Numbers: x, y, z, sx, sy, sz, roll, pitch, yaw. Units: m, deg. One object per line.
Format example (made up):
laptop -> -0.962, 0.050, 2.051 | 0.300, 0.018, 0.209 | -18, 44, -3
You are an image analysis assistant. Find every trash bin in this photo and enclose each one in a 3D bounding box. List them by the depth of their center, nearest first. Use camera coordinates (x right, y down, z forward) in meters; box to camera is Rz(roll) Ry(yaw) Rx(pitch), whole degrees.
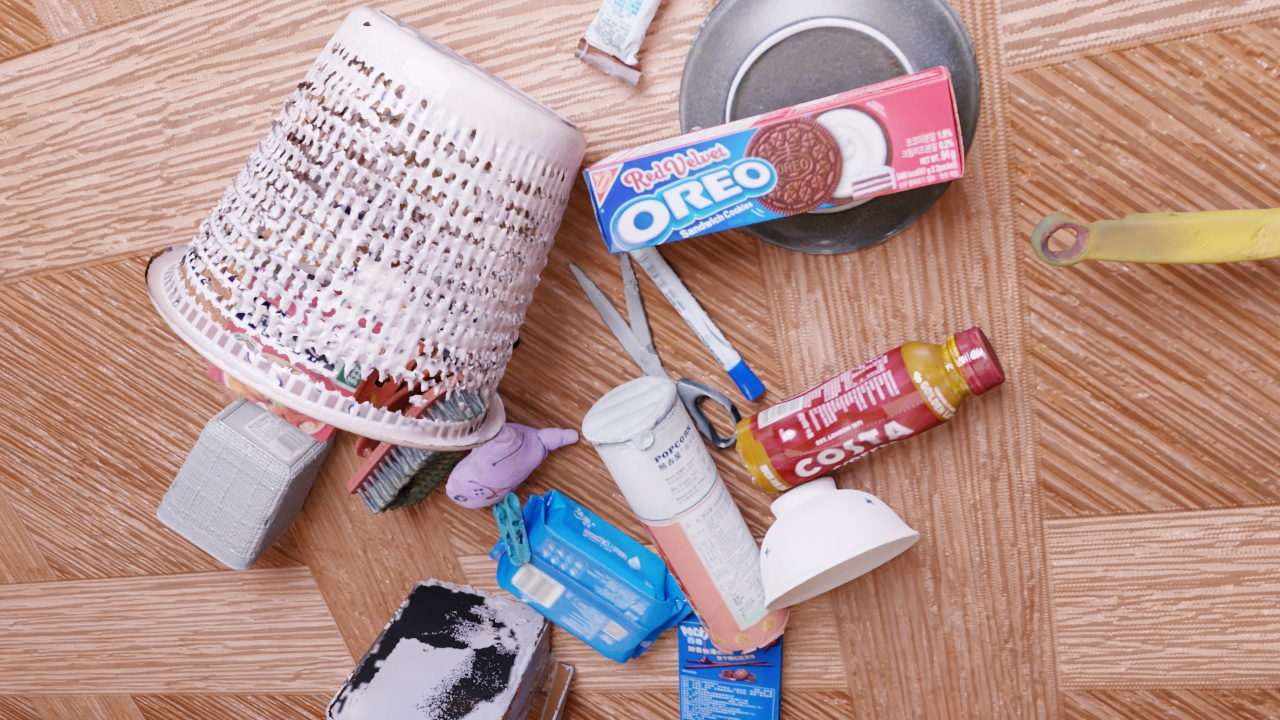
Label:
trash bin -> -0.140, -0.087, 0.546 | 0.227, 0.227, 0.192 | 31, 102, -2

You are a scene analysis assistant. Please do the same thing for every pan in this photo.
pan -> 0.390, -0.065, 0.478 | 0.358, 0.078, 0.198 | 5, 117, 13

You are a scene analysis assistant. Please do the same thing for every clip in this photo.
clip -> -0.099, 0.131, 0.706 | 0.049, 0.015, 0.056 | -41, 58, 38

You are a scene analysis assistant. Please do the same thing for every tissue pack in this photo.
tissue pack -> -0.040, 0.174, 0.737 | 0.157, 0.052, 0.095 | 35, 122, -4

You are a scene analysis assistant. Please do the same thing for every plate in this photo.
plate -> 0.108, -0.146, 0.546 | 0.179, 0.024, 0.180 | 7, 119, 12

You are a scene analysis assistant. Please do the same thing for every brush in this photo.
brush -> -0.170, 0.052, 0.708 | 0.146, 0.063, 0.069 | -45, 69, 29

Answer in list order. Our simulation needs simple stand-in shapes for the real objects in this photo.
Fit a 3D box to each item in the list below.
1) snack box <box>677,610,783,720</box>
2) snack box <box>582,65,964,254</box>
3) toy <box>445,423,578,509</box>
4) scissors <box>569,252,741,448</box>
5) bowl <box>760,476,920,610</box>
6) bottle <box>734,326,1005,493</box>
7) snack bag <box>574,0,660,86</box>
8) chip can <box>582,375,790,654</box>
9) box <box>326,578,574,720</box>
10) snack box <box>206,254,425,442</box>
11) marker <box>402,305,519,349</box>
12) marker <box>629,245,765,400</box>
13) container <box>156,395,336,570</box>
snack box -> 0.075, 0.276, 0.772 | 0.084, 0.026, 0.157 | 4, 118, 13
snack box -> 0.074, -0.113, 0.526 | 0.208, 0.058, 0.057 | -10, 110, 20
toy -> -0.106, 0.080, 0.707 | 0.083, 0.039, 0.108 | 7, 138, -40
scissors -> 0.009, 0.005, 0.660 | 0.170, 0.014, 0.160 | 24, 119, 4
bowl -> 0.128, 0.122, 0.648 | 0.119, 0.118, 0.064 | -38, 62, 28
bottle -> 0.149, 0.032, 0.607 | 0.175, 0.057, 0.057 | -28, 107, 26
snack bag -> -0.001, -0.217, 0.537 | 0.048, 0.026, 0.104 | 29, 121, 7
chip can -> 0.038, 0.116, 0.662 | 0.071, 0.071, 0.215 | -18, 117, 23
box -> -0.150, 0.323, 0.774 | 0.157, 0.182, 0.193 | 13, 116, 9
snack box -> -0.244, 0.000, 0.686 | 0.127, 0.044, 0.113 | 32, 130, -12
marker -> -0.149, -0.032, 0.682 | 0.124, 0.015, 0.018 | 18, 118, 3
marker -> 0.037, -0.031, 0.629 | 0.017, 0.016, 0.146 | -33, 104, 27
container -> -0.318, 0.091, 0.751 | 0.090, 0.090, 0.114 | 35, 117, -5
